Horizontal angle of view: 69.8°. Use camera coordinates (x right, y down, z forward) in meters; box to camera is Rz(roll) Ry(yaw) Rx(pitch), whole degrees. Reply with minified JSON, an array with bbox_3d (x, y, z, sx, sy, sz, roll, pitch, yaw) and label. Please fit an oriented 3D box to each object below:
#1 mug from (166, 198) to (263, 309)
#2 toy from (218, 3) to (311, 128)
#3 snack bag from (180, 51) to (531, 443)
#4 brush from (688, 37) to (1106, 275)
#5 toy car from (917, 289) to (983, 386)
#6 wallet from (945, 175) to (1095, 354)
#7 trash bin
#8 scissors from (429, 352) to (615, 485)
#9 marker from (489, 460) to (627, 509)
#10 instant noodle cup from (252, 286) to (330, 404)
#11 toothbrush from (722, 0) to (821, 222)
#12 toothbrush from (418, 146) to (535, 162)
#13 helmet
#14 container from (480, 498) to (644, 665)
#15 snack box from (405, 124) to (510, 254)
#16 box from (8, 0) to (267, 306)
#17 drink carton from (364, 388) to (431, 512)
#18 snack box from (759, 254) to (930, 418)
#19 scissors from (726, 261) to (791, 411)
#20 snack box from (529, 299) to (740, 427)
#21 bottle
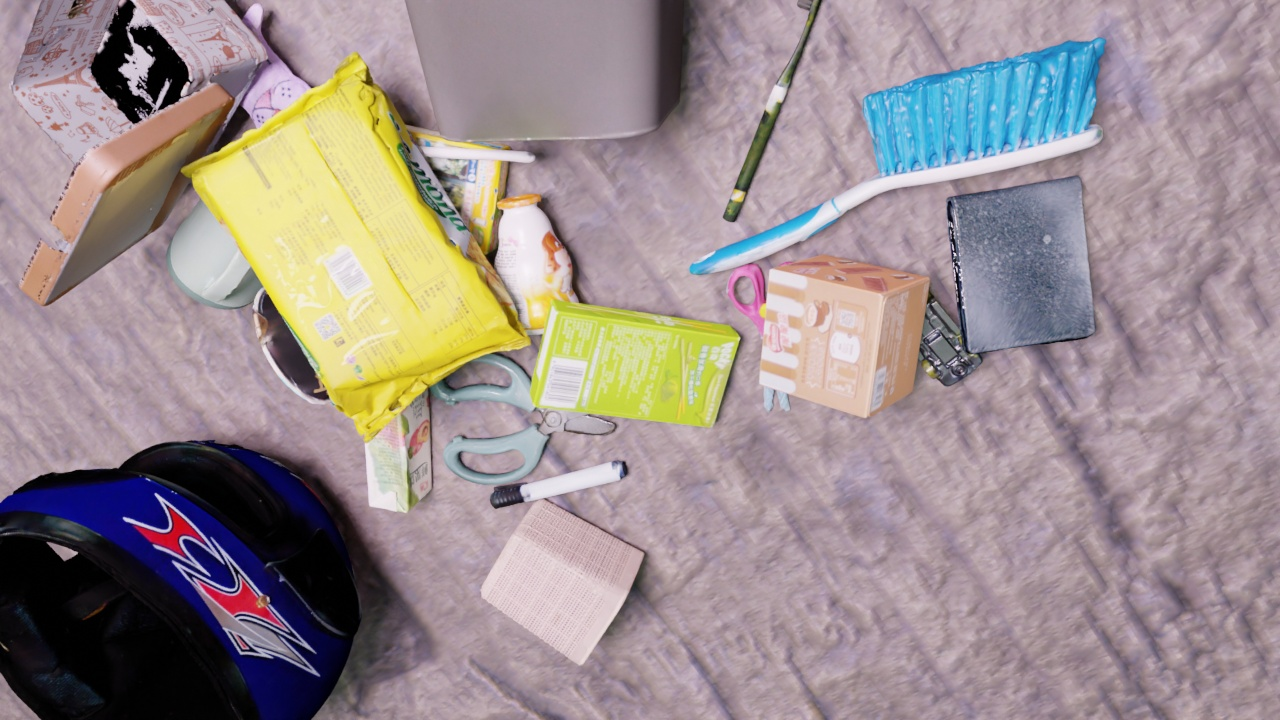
[{"bbox_3d":[-0.331,-0.091,0.751,0.082,0.111,0.106,33,117,-34],"label":"mug"},{"bbox_3d":[-0.297,-0.218,0.737,0.084,0.038,0.108,-35,99,23],"label":"toy"},{"bbox_3d":[-0.209,-0.079,0.677,0.158,0.068,0.246,-31,97,-2],"label":"snack bag"},{"bbox_3d":[0.175,-0.143,0.674,0.315,0.060,0.109,-10,111,16],"label":"brush"},{"bbox_3d":[0.223,-0.024,0.714,0.042,0.035,0.090,-40,93,19],"label":"toy car"},{"bbox_3d":[0.282,-0.069,0.678,0.097,0.019,0.121,-9,96,3],"label":"wallet"},{"bbox_3d":[-0.061,-0.269,0.603,0.199,0.198,0.220,2,116,11],"label":"trash bin"},{"bbox_3d":[-0.105,0.065,0.816,0.179,0.019,0.161,12,111,4],"label":"scissors"},{"bbox_3d":[-0.075,0.110,0.825,0.131,0.018,0.022,-16,67,14],"label":"marker"},{"bbox_3d":[-0.236,-0.037,0.761,0.120,0.111,0.111,-24,104,11],"label":"instant noodle cup"},{"bbox_3d":[0.097,-0.192,0.690,0.017,0.012,0.186,24,112,8],"label":"toothbrush"},{"bbox_3d":[-0.169,-0.166,0.712,0.180,0.016,0.016,6,104,8],"label":"toothbrush"},{"bbox_3d":[-0.380,0.187,0.784,0.247,0.239,0.316,-10,119,14],"label":"helmet"},{"bbox_3d":[-0.071,0.193,0.818,0.111,0.089,0.090,31,112,1],"label":"container"},{"bbox_3d":[-0.181,-0.144,0.747,0.140,0.033,0.087,13,111,7],"label":"snack box"},{"bbox_3d":[-0.400,-0.186,0.667,0.158,0.216,0.181,44,130,-15],"label":"box"},{"bbox_3d":[-0.218,0.069,0.818,0.045,0.053,0.123,8,111,12],"label":"drink carton"},{"bbox_3d":[0.151,-0.022,0.687,0.094,0.076,0.093,19,116,37],"label":"snack box"},{"bbox_3d":[0.116,-0.018,0.749,0.072,0.017,0.137,-14,111,5],"label":"scissors"},{"bbox_3d":[-0.004,0.004,0.740,0.156,0.026,0.086,7,114,-18],"label":"snack box"},{"bbox_3d":[-0.087,-0.077,0.736,0.063,0.063,0.108,-6,109,12],"label":"bottle"}]
